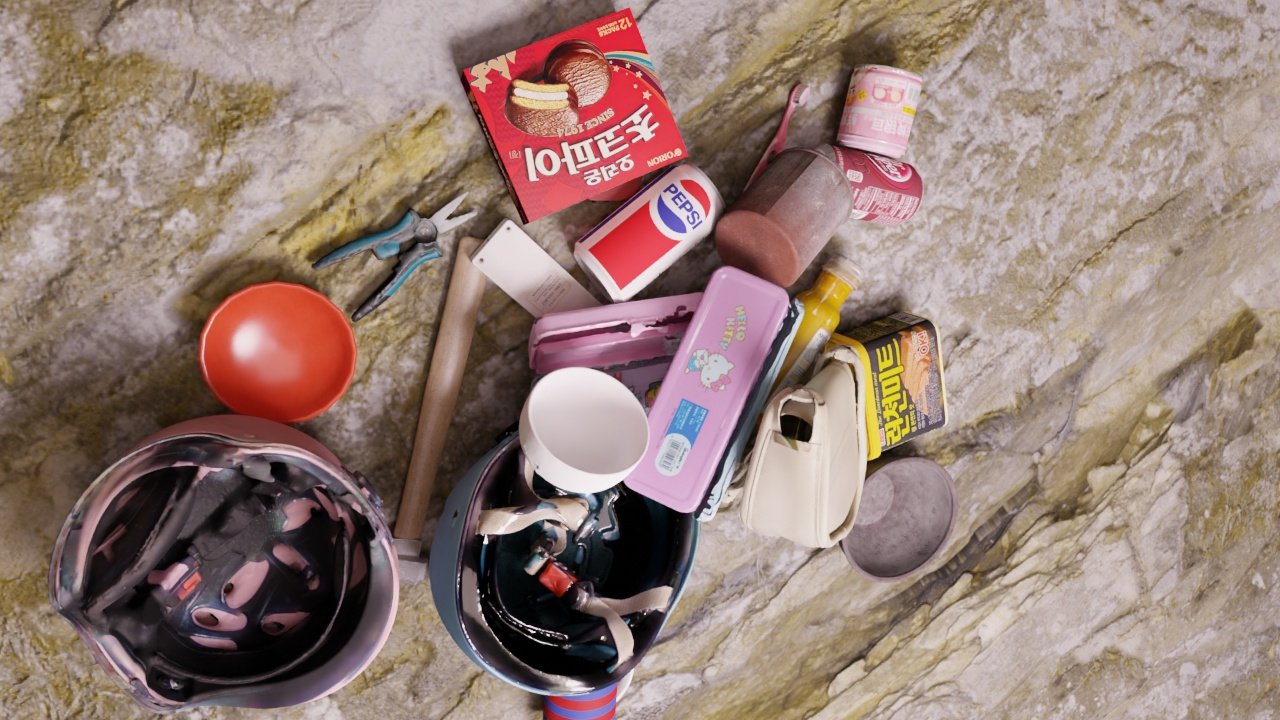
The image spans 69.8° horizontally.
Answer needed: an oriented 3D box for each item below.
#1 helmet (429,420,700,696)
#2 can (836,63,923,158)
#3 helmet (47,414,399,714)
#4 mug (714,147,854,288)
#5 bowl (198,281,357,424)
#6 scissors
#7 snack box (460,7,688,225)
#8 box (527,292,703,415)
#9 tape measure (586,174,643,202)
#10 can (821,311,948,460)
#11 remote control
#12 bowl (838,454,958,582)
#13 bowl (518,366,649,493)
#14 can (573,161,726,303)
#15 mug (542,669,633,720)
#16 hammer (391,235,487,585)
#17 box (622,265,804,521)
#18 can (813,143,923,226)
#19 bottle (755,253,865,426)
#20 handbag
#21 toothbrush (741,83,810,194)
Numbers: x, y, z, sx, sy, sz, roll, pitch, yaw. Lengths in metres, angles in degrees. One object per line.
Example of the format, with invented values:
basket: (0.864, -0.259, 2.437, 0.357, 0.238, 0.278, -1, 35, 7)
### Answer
helmet: (-0.075, 0.160, 0.824, 0.264, 0.167, 0.225, -44, 106, -31)
can: (0.229, -0.238, 0.880, 0.067, 0.067, 0.076, 7, 102, -22)
helmet: (-0.323, 0.158, 0.747, 0.255, 0.152, 0.230, 41, 87, -24)
mug: (0.124, -0.122, 0.846, 0.096, 0.123, 0.110, 46, 59, 3)
bowl: (-0.303, -0.009, 0.771, 0.122, 0.035, 0.122, -5, 107, -19)
scissors: (-0.212, -0.092, 0.789, 0.150, 0.019, 0.121, 0, 105, -22)
snack box: (-0.056, -0.208, 0.788, 0.152, 0.036, 0.132, -25, 101, -12)
box: (-0.008, -0.002, 0.868, 0.201, 0.058, 0.156, -9, 141, -17)
tape measure: (-0.026, -0.167, 0.834, 0.051, 0.019, 0.059, 21, 91, -26)
can: (0.258, 0.024, 0.965, 0.101, 0.072, 0.131, -19, 111, -17)
remote control: (-0.091, -0.068, 0.835, 0.050, 0.011, 0.136, -49, 123, -1)
bowl: (0.269, 0.163, 1.011, 0.144, 0.067, 0.145, -5, 107, -19)
bowl: (-0.051, 0.061, 0.749, 0.104, 0.104, 0.054, 12, 141, -23)
can: (0.008, -0.116, 0.834, 0.132, 0.070, 0.070, -40, 114, -6)
mug: (-0.049, 0.344, 0.952, 0.111, 0.075, 0.076, -12, 111, -45)
hammer: (-0.185, 0.051, 0.835, 0.119, 0.031, 0.331, 12, 102, -23)
box: (0.068, 0.032, 0.817, 0.090, 0.092, 0.214, 24, 85, 10)
can: (0.214, -0.170, 0.897, 0.114, 0.063, 0.063, 8, 102, -22)
bottle: (0.157, -0.022, 0.924, 0.053, 0.053, 0.186, 34, 92, -25)
handbag: (0.138, 0.082, 0.856, 0.132, 0.228, 0.184, 11, 107, 18)
toothbrush: (0.128, -0.203, 0.882, 0.021, 0.016, 0.135, 21, 97, -35)
